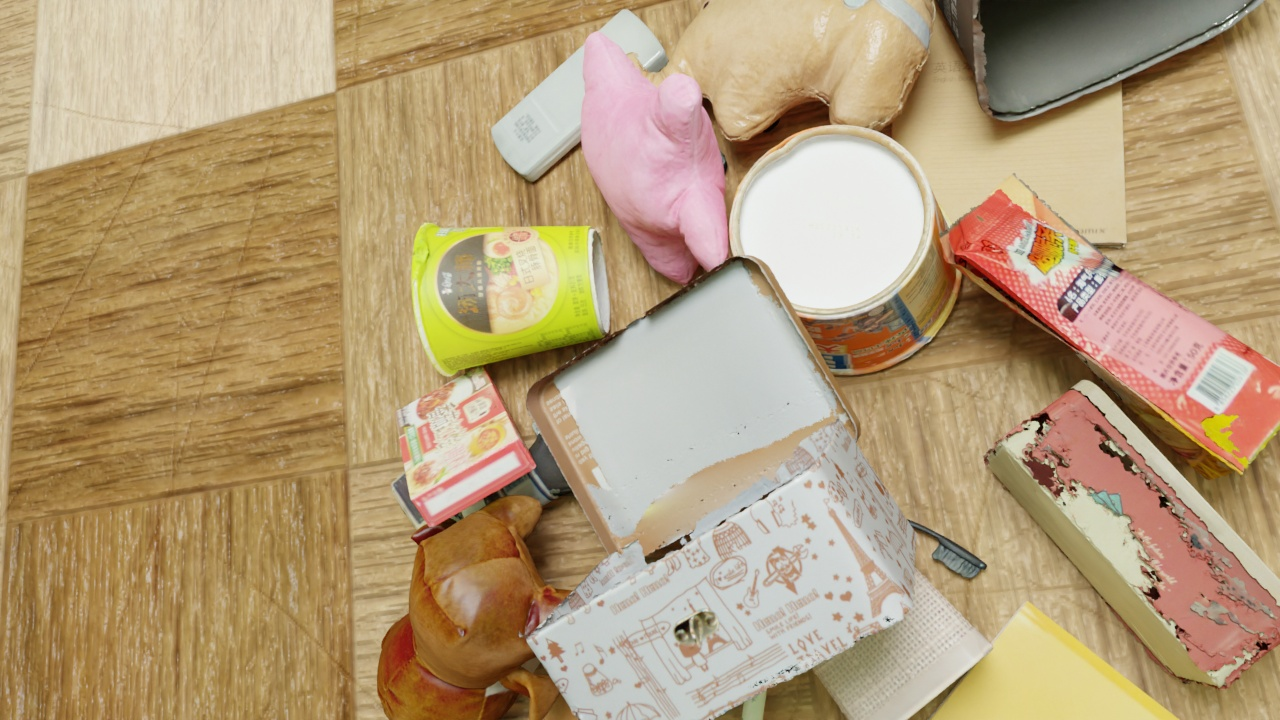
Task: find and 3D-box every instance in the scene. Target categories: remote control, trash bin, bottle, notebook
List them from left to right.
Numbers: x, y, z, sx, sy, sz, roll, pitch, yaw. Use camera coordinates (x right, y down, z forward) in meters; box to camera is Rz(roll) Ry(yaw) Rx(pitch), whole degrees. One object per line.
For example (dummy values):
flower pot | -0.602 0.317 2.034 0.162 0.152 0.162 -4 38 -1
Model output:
remote control | -0.049 -0.206 0.719 0.150 0.021 0.058 -39 67 10
bottle | -0.039 0.059 0.644 0.195 0.044 0.080 -35 89 7
notebook | 0.253 -0.178 0.640 0.150 0.012 0.211 1 78 17
trash bin | 0.255 -0.310 0.570 0.199 0.199 0.219 -24 59 8
notebook | 0.268 0.264 0.532 0.206 0.010 0.146 39 89 20

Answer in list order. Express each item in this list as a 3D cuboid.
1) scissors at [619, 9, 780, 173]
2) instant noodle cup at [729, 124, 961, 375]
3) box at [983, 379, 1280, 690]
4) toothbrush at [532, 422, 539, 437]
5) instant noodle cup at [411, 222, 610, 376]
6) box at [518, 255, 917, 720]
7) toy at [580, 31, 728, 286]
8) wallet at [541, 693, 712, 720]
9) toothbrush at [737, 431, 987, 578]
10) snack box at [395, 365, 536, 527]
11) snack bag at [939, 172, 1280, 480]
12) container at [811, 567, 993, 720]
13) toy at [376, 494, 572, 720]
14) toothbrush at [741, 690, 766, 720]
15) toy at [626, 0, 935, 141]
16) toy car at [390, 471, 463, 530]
scissors | 0.033 -0.211 0.709 0.166 0.014 0.163 -3 74 17
instant noodle cup | 0.127 -0.073 0.591 0.151 0.111 0.151 -4 78 18
box | 0.274 0.103 0.525 0.077 0.091 0.168 -37 70 1
toothbrush | -0.004 0.004 0.666 0.181 0.015 0.018 -35 62 6
instant noodle cup | -0.087 -0.051 0.658 0.123 0.112 0.111 -7 75 6
box | 0.022 0.068 0.486 0.181 0.157 0.205 -32 83 20
toy | 0.007 -0.129 0.633 0.074 0.179 0.194 -24 35 -15
wallet | -0.003 0.218 0.609 0.108 0.031 0.131 27 87 21
toothbrush | 0.137 0.091 0.608 0.189 0.014 0.017 28 97 20
snack box | -0.123 0.052 0.622 0.075 0.153 0.025 -30 114 -7
snack bag | 0.278 -0.026 0.546 0.208 0.128 0.073 43 135 14
container | 0.137 0.155 0.554 0.090 0.090 0.111 -41 67 4
toy | -0.108 0.180 0.593 0.200 0.130 0.140 -58 48 29
toothbrush | 0.064 0.247 0.564 0.029 0.020 0.189 10 95 28
toy | 0.090 -0.221 0.643 0.226 0.082 0.143 7 70 31
toy car | -0.147 0.116 0.669 0.042 0.035 0.090 -41 73 4
